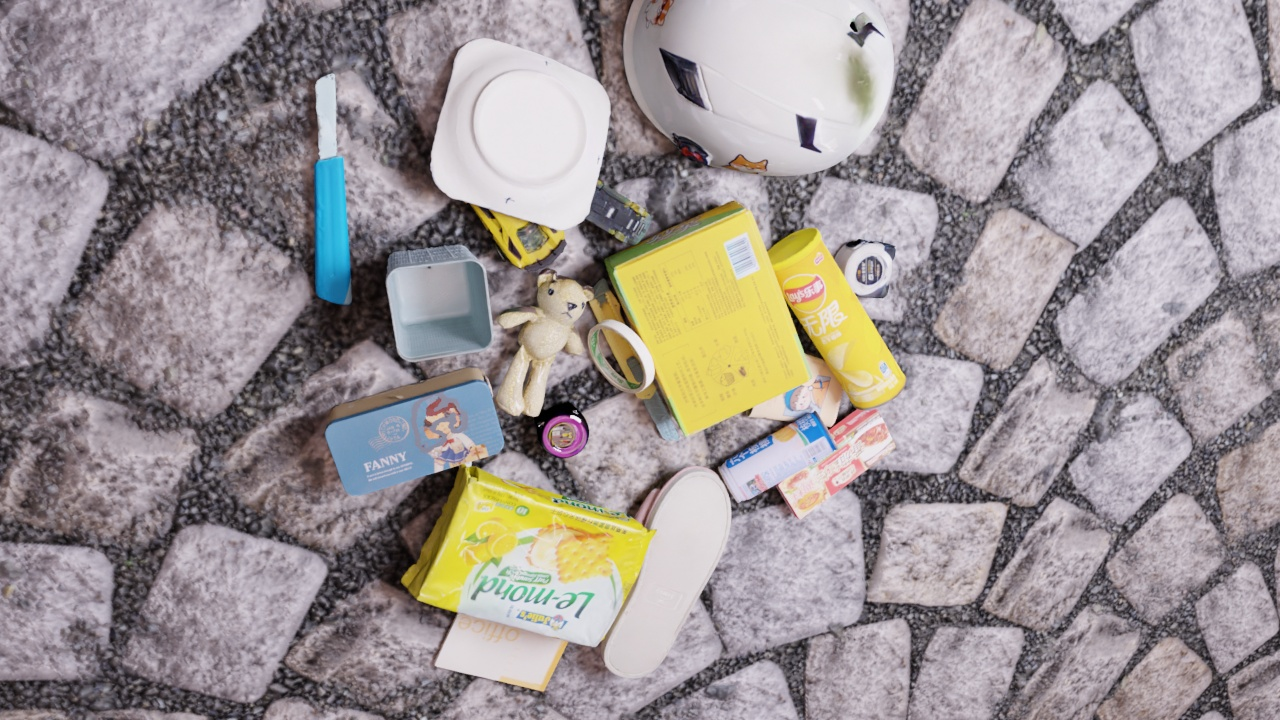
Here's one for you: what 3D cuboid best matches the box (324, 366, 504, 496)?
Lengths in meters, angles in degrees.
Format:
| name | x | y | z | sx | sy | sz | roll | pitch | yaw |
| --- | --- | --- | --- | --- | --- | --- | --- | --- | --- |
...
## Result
| name | x | y | z | sx | sy | sz | roll | pitch | yaw |
| --- | --- | --- | --- | --- | --- | --- | --- | --- | --- |
| box | -0.238 | 0.073 | 0.949 | 0.184 | 0.062 | 0.090 | -19 | 112 | -12 |

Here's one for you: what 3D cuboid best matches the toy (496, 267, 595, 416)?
| name | x | y | z | sx | sy | sz | roll | pitch | yaw |
| --- | --- | --- | --- | --- | --- | --- | --- | --- | --- |
| toy | -0.103 | -0.015 | 0.957 | 0.105 | 0.066 | 0.157 | 20 | 94 | -28 |

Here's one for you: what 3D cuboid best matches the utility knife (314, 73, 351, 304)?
| name | x | y | z | sx | sy | sz | roll | pitch | yaw |
| --- | --- | --- | --- | --- | --- | --- | --- | --- | --- |
| utility knife | -0.295 | -0.160 | 0.875 | 0.034 | 0.018 | 0.219 | -1 | 109 | -15 |

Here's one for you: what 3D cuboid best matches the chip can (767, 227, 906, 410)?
| name | x | y | z | sx | sy | sz | roll | pitch | yaw |
| --- | --- | --- | --- | --- | --- | --- | --- | --- | --- |
| chip can | 0.219 | -0.044 | 1.034 | 0.072 | 0.072 | 0.213 | -36 | 110 | -3 |

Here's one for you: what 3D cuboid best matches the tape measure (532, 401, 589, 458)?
| name | x | y | z | sx | sy | sz | roll | pitch | yaw |
| --- | --- | --- | --- | --- | --- | --- | --- | --- | --- |
| tape measure | -0.086 | 0.077 | 1.009 | 0.057 | 0.039 | 0.058 | -24 | 108 | -8 |

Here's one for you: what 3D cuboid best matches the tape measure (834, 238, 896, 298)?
| name | x | y | z | sx | sy | sz | roll | pitch | yaw |
| --- | --- | --- | --- | --- | --- | --- | --- | --- | --- |
| tape measure | 0.256 | -0.106 | 1.055 | 0.066 | 0.033 | 0.066 | 4 | 105 | -21 |

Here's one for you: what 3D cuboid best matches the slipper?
| name | x | y | z | sx | sy | sz | roll | pitch | yaw |
| --- | --- | --- | --- | --- | --- | --- | --- | --- | --- |
| slipper | 0.025 | 0.249 | 1.092 | 0.114 | 0.054 | 0.274 | 17 | 99 | -21 |

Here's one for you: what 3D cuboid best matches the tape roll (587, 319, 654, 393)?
| name | x | y | z | sx | sy | sz | roll | pitch | yaw |
| --- | --- | --- | --- | --- | --- | --- | --- | --- | --- |
| tape roll | -0.021 | -0.004 | 0.978 | 0.013 | 0.086 | 0.086 | -38 | 118 | -32 |

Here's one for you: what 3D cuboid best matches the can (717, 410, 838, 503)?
| name | x | y | z | sx | sy | sz | roll | pitch | yaw |
| --- | --- | --- | --- | --- | --- | --- | --- | --- | --- |
| can | 0.161 | 0.114 | 1.079 | 0.134 | 0.053 | 0.053 | -30 | 114 | 5 |

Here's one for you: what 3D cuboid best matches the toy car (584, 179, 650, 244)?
| name | x | y | z | sx | sy | sz | roll | pitch | yaw |
| --- | --- | --- | --- | --- | --- | --- | --- | --- | --- |
| toy car | -0.034 | -0.155 | 0.948 | 0.091 | 0.036 | 0.043 | 29 | 98 | -24 |

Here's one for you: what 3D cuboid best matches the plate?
| name | x | y | z | sx | sy | sz | roll | pitch | yaw |
| --- | --- | --- | --- | --- | --- | --- | --- | --- | --- |
| plate | -0.109 | -0.220 | 0.879 | 0.164 | 0.034 | 0.163 | 14 | 84 | -20 |

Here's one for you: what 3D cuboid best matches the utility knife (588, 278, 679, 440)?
| name | x | y | z | sx | sy | sz | roll | pitch | yaw |
| --- | --- | --- | --- | --- | --- | --- | --- | --- | --- |
| utility knife | -0.006 | 0.006 | 1.026 | 0.031 | 0.022 | 0.216 | -27 | 118 | -1 |

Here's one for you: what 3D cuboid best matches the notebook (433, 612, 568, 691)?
| name | x | y | z | sx | sy | sz | roll | pitch | yaw |
| --- | --- | --- | --- | --- | --- | --- | --- | --- | --- |
| notebook | -0.136 | 0.288 | 1.079 | 0.145 | 0.010 | 0.206 | 23 | 100 | -22 |

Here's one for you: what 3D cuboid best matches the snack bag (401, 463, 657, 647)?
| name | x | y | z | sx | sy | sz | roll | pitch | yaw |
| --- | --- | --- | --- | --- | --- | --- | --- | --- | --- |
| snack bag | -0.117 | 0.212 | 1.007 | 0.246 | 0.068 | 0.158 | 21 | 103 | -19 |

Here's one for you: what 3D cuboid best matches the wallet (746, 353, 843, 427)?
| name | x | y | z | sx | sy | sz | roll | pitch | yaw |
| --- | --- | --- | --- | --- | --- | --- | --- | --- | --- |
| wallet | 0.188 | 0.033 | 1.088 | 0.115 | 0.024 | 0.087 | 9 | 110 | -19 |

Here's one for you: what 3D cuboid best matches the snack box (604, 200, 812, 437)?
| name | x | y | z | sx | sy | sz | roll | pitch | yaw |
| --- | --- | --- | --- | --- | --- | --- | --- | --- | --- |
| snack box | 0.073 | -0.044 | 0.988 | 0.157 | 0.070 | 0.210 | -25 | 111 | -1 |

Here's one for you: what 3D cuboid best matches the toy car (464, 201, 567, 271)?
| name | x | y | z | sx | sy | sz | roll | pitch | yaw |
| --- | --- | --- | --- | --- | --- | --- | --- | --- | --- |
| toy car | -0.136 | -0.160 | 0.913 | 0.071 | 0.041 | 0.156 | -35 | 112 | -5 |

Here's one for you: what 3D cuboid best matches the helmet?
| name | x | y | z | sx | sy | sz | roll | pitch | yaw |
| --- | --- | --- | --- | --- | --- | --- | --- | --- | --- |
| helmet | 0.131 | -0.288 | 0.888 | 0.274 | 0.157 | 0.230 | 19 | 101 | -22 |

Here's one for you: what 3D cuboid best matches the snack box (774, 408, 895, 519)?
| name | x | y | z | sx | sy | sz | roll | pitch | yaw |
| --- | --- | --- | --- | --- | --- | --- | --- | --- | --- |
| snack box | 0.236 | 0.123 | 1.122 | 0.153 | 0.025 | 0.075 | -36 | 126 | -3 |

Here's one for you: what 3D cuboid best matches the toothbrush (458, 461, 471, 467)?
| name | x | y | z | sx | sy | sz | roll | pitch | yaw |
| --- | --- | --- | --- | --- | --- | --- | --- | --- | --- |
| toothbrush | -0.199 | 0.185 | 1.022 | 0.016 | 0.016 | 0.180 | 5 | 107 | -7 |

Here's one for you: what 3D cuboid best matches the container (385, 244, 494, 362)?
| name | x | y | z | sx | sy | sz | roll | pitch | yaw |
| --- | --- | --- | --- | --- | --- | --- | --- | --- | --- |
| container | -0.198 | -0.061 | 0.888 | 0.090 | 0.111 | 0.090 | -9 | 109 | -14 |
